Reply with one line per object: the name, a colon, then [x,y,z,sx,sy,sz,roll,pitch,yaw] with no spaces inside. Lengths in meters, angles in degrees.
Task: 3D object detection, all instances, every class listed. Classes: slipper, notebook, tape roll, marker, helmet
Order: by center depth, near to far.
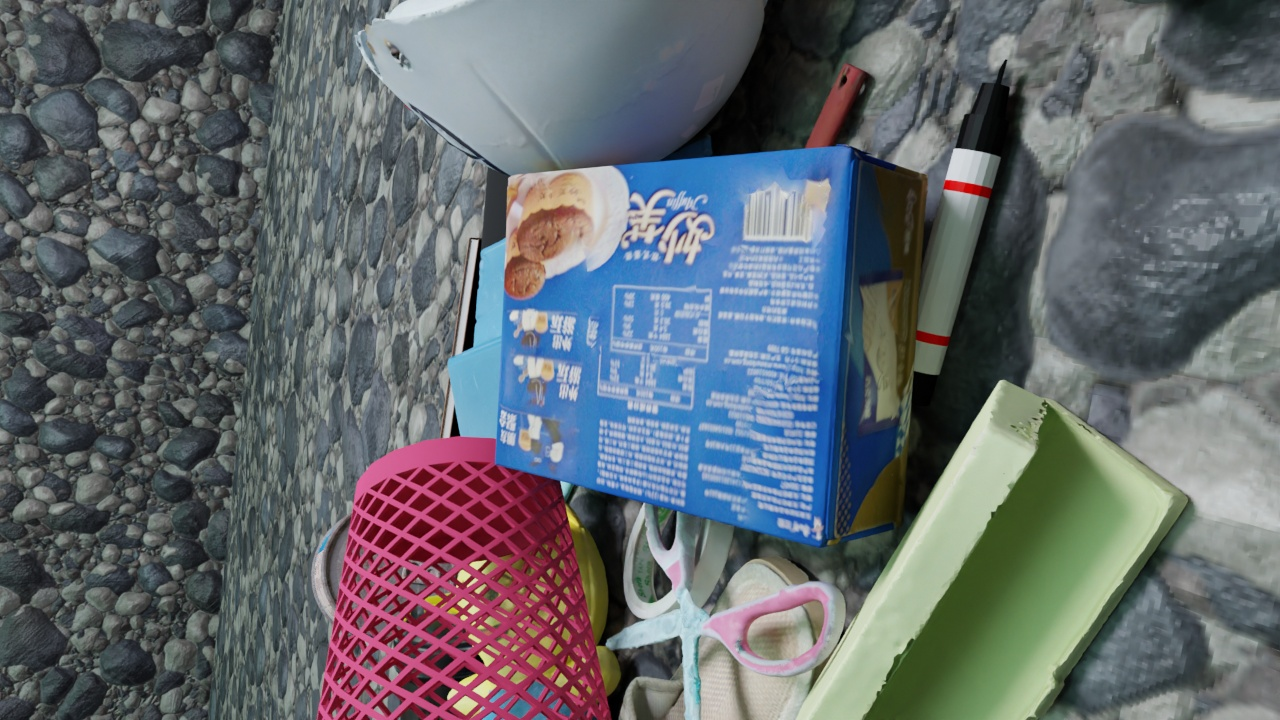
marker: [0.133,-0.052,0.390,0.019,0.019,0.146,31,112,57]
slipper: [0.026,0.223,0.502,0.273,0.054,0.114,-68,28,22]
tape roll: [0.021,0.105,0.530,0.094,0.018,0.093,-51,25,34]
helmet: [-0.028,-0.201,0.536,0.236,0.163,0.264,-41,26,4]
notebook: [-0.140,0.000,0.786,0.141,0.008,0.209,-61,-19,-82]

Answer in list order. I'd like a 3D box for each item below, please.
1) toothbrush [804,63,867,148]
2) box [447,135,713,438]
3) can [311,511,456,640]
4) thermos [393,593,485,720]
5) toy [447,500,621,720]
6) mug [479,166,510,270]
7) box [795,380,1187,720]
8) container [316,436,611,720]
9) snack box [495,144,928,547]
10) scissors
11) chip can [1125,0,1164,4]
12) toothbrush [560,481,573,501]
toothbrush: [0.076,-0.065,0.495,0.016,0.016,0.190,52,128,47]
box: [-0.042,-0.025,0.574,0.232,0.047,0.176,-18,72,42]
can: [-0.247,0.203,0.890,0.044,0.129,0.129,-33,58,54]
thermos: [-0.160,0.309,0.766,0.098,0.098,0.221,2,92,60]
toy: [-0.074,0.205,0.638,0.149,0.084,0.213,-22,62,34]
mug: [-0.066,-0.106,0.696,0.114,0.078,0.088,3,88,33]
box: [0.117,0.101,0.364,0.077,0.090,0.188,-75,4,-65]
container: [-0.097,0.170,0.508,0.184,0.183,0.225,-53,36,42]
snack box: [0.022,-0.012,0.434,0.203,0.069,0.155,6,95,43]
scissors: [0.034,0.115,0.461,0.171,0.013,0.172,-34,49,46]
chip can: [0.136,-0.215,0.355,0.075,0.075,0.215,-64,36,32]
toothbrush: [-0.074,0.130,0.721,0.181,0.016,0.016,-65,34,28]
